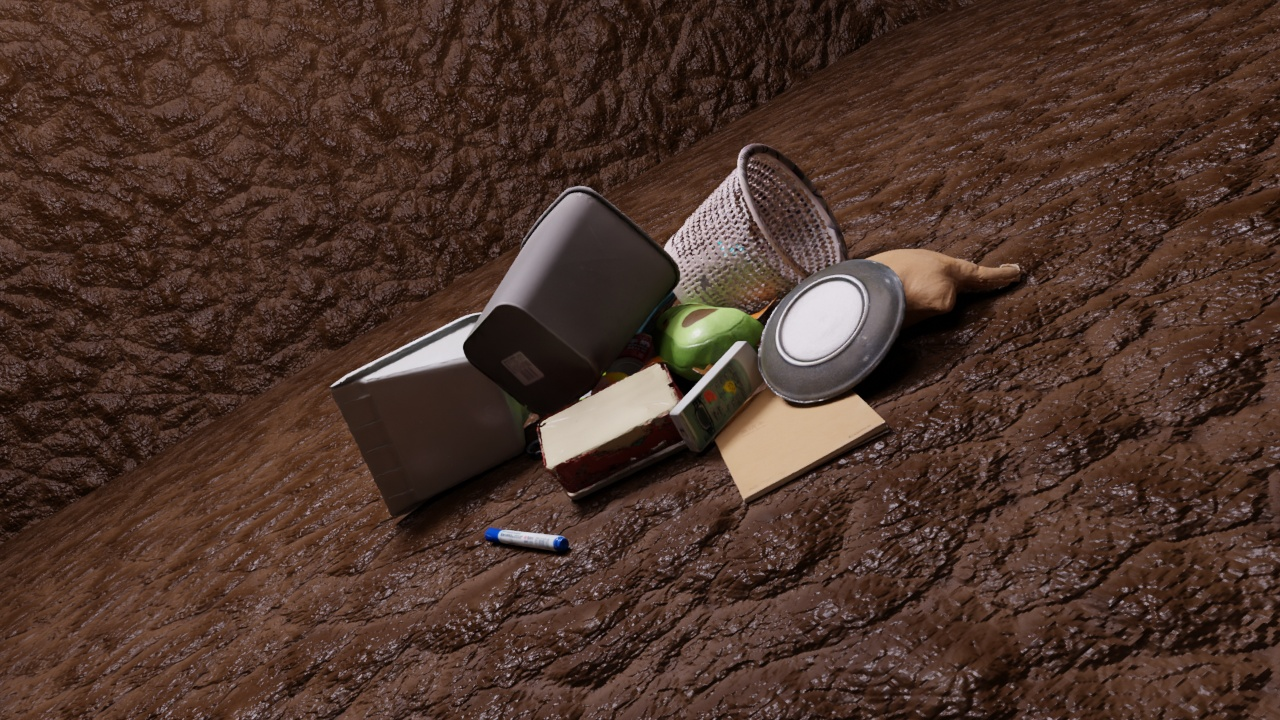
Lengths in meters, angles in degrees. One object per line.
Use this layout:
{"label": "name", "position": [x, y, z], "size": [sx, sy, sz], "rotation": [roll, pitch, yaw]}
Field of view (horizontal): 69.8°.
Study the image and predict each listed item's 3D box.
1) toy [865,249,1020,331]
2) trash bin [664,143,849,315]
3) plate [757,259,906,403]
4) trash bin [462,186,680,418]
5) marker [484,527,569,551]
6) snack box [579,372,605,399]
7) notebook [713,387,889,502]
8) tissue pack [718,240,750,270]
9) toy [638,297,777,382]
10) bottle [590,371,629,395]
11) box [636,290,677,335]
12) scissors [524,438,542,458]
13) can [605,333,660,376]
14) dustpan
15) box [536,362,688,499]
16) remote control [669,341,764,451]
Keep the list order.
{"label": "toy", "position": [0.300, -0.079, 1.024], "size": [0.226, 0.082, 0.143], "rotation": [-25, 38, 3]}
{"label": "trash bin", "position": [0.147, -0.155, 1.278], "size": [0.193, 0.227, 0.226], "rotation": [-33, 12, 36]}
{"label": "plate", "position": [0.195, -0.038, 0.974], "size": [0.180, 0.024, 0.179], "rotation": [-29, 41, 28]}
{"label": "trash bin", "position": [-0.097, -0.065, 1.185], "size": [0.199, 0.199, 0.219], "rotation": [-38, 17, 48]}
{"label": "marker", "position": [-0.124, 0.193, 0.991], "size": [0.146, 0.017, 0.016], "rotation": [-7, 27, 50]}
{"label": "snack box", "position": [-0.076, 0.038, 1.341], "size": [0.086, 0.026, 0.156], "rotation": [-22, 19, 20]}
{"label": "notebook", "position": [0.151, 0.066, 0.943], "size": [0.149, 0.012, 0.211], "rotation": [-29, 17, 3]}
{"label": "tissue pack", "position": [0.126, -0.161, 1.557], "size": [0.093, 0.050, 0.133], "rotation": [-31, 17, -6]}
{"label": "toy", "position": [0.088, -0.024, 1.164], "size": [0.226, 0.090, 0.247], "rotation": [-24, 19, -19]}
{"label": "bottle", "position": [-0.019, 0.058, 1.139], "size": [0.063, 0.063, 0.108], "rotation": [-31, 32, -10]}
{"label": "box", "position": [0.005, -0.081, 1.393], "size": [0.089, 0.061, 0.185], "rotation": [-41, -9, -34]}
{"label": "scissors", "position": [-0.081, 0.102, 1.192], "size": [0.172, 0.014, 0.146], "rotation": [-21, 20, 20]}
{"label": "can", "position": [-0.007, 0.007, 1.256], "size": [0.067, 0.066, 0.093], "rotation": [-22, 18, 20]}
{"label": "dustpan", "position": [-0.258, 0.054, 1.272], "size": [0.257, 0.223, 0.142], "rotation": [-18, 29, -4]}
{"label": "box", "position": [-0.030, 0.076, 1.031], "size": [0.168, 0.080, 0.091], "rotation": [-27, 43, 7]}
{"label": "remote control", "position": [0.088, 0.038, 1.007], "size": [0.019, 0.056, 0.134], "rotation": [1, 37, 50]}
